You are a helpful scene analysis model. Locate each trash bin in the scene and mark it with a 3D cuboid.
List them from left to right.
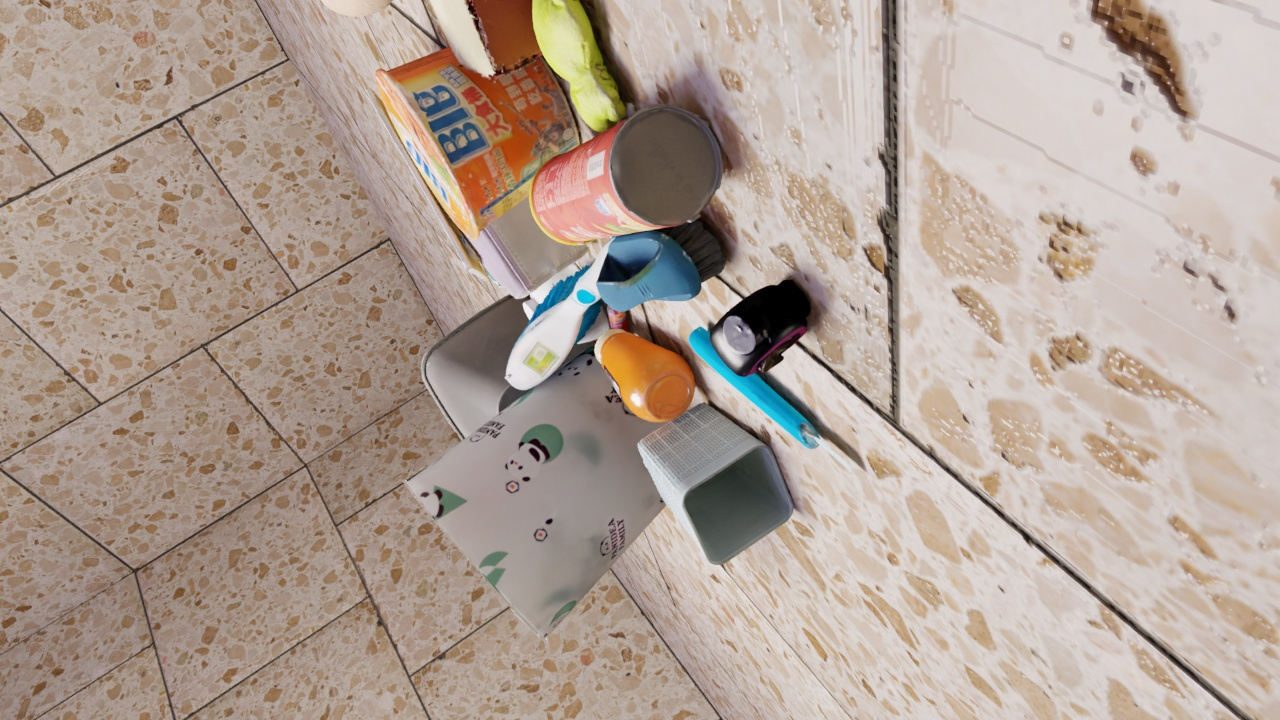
[{"bbox_3d":[-0.137,0.044,1.190,0.220,0.198,0.199,22,145,57],"label":"trash bin"},{"bbox_3d":[-0.086,0.130,0.990,0.229,0.251,0.230,44,166,14],"label":"trash bin"}]

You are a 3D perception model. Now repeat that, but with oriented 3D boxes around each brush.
[{"bbox_3d":[-0.059,-0.056,0.877,0.060,0.109,0.316,36,137,-7],"label":"brush"},{"bbox_3d":[0.005,-0.064,0.651,0.055,0.073,0.144,55,167,-15],"label":"brush"}]

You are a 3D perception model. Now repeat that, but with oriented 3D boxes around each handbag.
[{"bbox_3d":[-0.147,-0.165,0.894,0.197,0.098,0.145,57,166,-16],"label":"handbag"}]

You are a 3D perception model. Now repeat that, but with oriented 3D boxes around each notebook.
[{"bbox_3d":[-0.224,-0.181,0.983,0.206,0.010,0.146,60,178,-2],"label":"notebook"}]

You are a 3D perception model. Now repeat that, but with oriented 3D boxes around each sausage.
[{"bbox_3d":[-0.019,-0.022,0.955,0.020,0.020,0.156,51,166,25],"label":"sausage"}]

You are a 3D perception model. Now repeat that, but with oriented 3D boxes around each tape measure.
[{"bbox_3d":[0.073,-0.017,0.554,0.039,0.057,0.058,53,158,12],"label":"tape measure"}]

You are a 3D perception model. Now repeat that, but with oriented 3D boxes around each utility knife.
[{"bbox_3d":[0.093,0.028,0.671,0.185,0.018,0.034,44,173,42],"label":"utility knife"}]

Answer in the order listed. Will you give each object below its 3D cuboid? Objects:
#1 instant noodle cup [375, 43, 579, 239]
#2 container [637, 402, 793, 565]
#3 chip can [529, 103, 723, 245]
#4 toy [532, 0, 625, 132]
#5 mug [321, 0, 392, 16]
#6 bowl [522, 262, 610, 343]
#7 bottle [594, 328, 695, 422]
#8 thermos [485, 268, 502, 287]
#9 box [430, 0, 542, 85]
[{"bbox_3d":[-0.127,-0.190,0.743,0.151,0.111,0.151,53,166,18],"label":"instant noodle cup"},{"bbox_3d":[0.061,0.102,0.814,0.111,0.090,0.090,42,160,57],"label":"container"},{"bbox_3d":[-0.019,-0.118,0.615,0.073,0.073,0.217,60,167,-13],"label":"chip can"},{"bbox_3d":[-0.043,-0.198,0.600,0.100,0.031,0.097,58,169,-6],"label":"toy"},{"bbox_3d":[-0.283,-0.416,0.882,0.104,0.084,0.124,100,162,-69],"label":"mug"},{"bbox_3d":[-0.092,-0.059,1.032,0.118,0.064,0.118,52,167,17],"label":"bowl"},{"bbox_3d":[-0.005,0.005,0.870,0.149,0.066,0.067,40,159,57],"label":"bottle"},{"bbox_3d":[-0.190,-0.189,1.085,0.073,0.073,0.224,38,157,55],"label":"thermos"},{"bbox_3d":[-0.125,-0.276,0.611,0.091,0.077,0.168,39,158,51],"label":"box"}]
